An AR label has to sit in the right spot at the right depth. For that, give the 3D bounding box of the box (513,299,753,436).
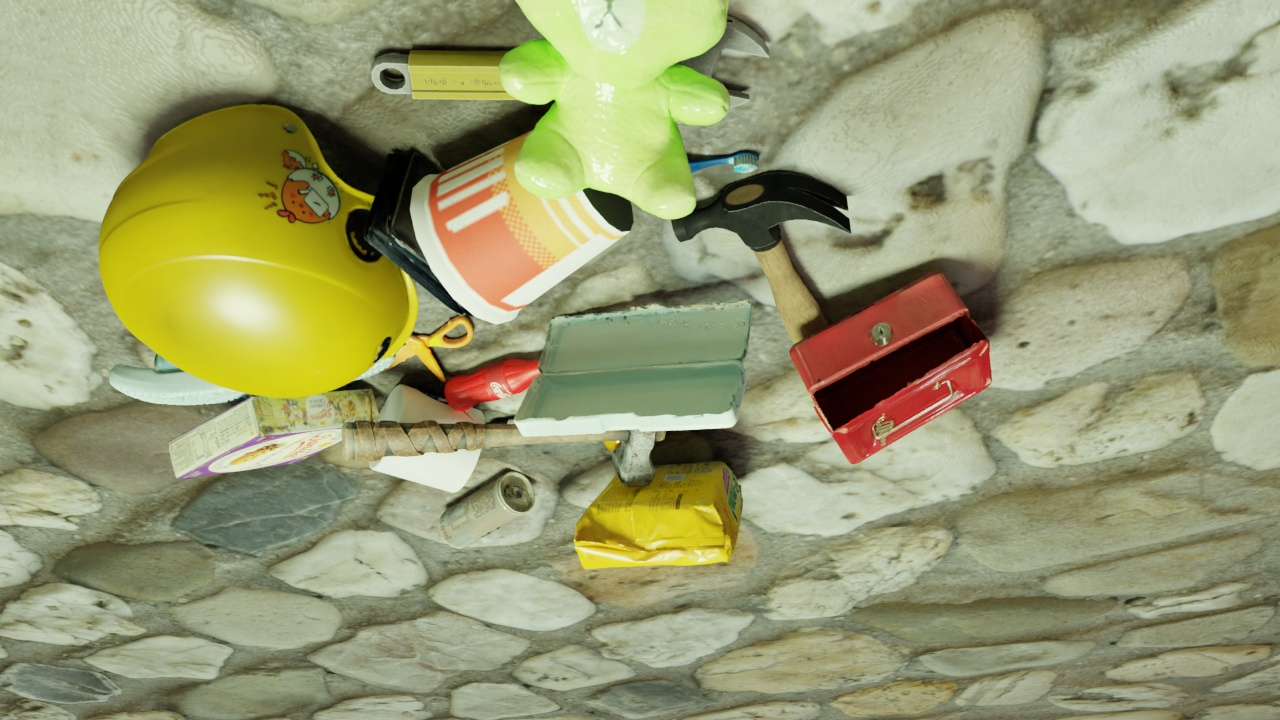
[{"bbox_3d":[-0.004,0.008,0.795,0.197,0.134,0.041,-4,133,21],"label":"box"}]

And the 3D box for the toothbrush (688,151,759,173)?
[{"bbox_3d":[0.024,-0.148,0.707,0.135,0.017,0.022,-3,133,4],"label":"toothbrush"}]

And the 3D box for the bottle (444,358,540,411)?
[{"bbox_3d":[-0.138,0.019,0.915,0.119,0.036,0.036,-17,140,21],"label":"bottle"}]

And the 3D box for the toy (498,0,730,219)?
[{"bbox_3d":[-0.014,-0.194,0.562,0.150,0.107,0.197,8,107,-2],"label":"toy"}]

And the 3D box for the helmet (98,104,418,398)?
[{"bbox_3d":[-0.293,-0.052,0.688,0.210,0.139,0.240,-24,117,29],"label":"helmet"}]

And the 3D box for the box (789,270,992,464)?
[{"bbox_3d":[0.228,0.010,0.829,0.158,0.092,0.129,-31,147,7],"label":"box"}]

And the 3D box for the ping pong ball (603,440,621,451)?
[{"bbox_3d":[-0.022,0.081,0.995,0.040,0.040,0.040,0,143,0],"label":"ping pong ball"}]

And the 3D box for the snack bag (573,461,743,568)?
[{"bbox_3d":[0.027,0.161,0.992,0.160,0.068,0.247,-3,-175,9],"label":"snack bag"}]

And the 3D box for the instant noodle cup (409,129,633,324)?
[{"bbox_3d":[-0.081,-0.109,0.679,0.121,0.123,0.123,-26,137,22],"label":"instant noodle cup"}]

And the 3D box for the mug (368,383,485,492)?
[{"bbox_3d":[-0.230,0.085,0.965,0.090,0.091,0.122,21,155,-27],"label":"mug"}]

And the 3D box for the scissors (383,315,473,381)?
[{"bbox_3d":[-0.219,-0.019,0.884,0.126,0.011,0.128,-30,132,33],"label":"scissors"}]

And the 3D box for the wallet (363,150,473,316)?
[{"bbox_3d":[-0.156,-0.099,0.713,0.026,0.089,0.115,-16,142,28],"label":"wallet"}]

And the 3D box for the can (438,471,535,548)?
[{"bbox_3d":[-0.190,0.185,1.123,0.054,0.054,0.136,29,134,-33],"label":"can"}]

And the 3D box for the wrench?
[{"bbox_3d":[-0.050,-0.200,0.635,0.273,0.018,0.084,1,143,-1],"label":"wrench"}]

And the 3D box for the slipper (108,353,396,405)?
[{"bbox_3d":[-0.351,-0.006,0.843,0.245,0.074,0.104,-8,174,-6],"label":"slipper"}]

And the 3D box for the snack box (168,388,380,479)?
[{"bbox_3d":[-0.366,0.072,0.924,0.144,0.040,0.147,-24,169,30],"label":"snack box"}]

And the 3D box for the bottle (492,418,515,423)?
[{"bbox_3d":[-0.145,0.077,1.002,0.106,0.025,0.025,-8,143,11],"label":"bottle"}]

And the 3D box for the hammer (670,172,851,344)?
[{"bbox_3d":[0.147,-0.049,0.828,0.132,0.040,0.305,-13,142,21],"label":"hammer"}]

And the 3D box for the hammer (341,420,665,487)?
[{"bbox_3d":[-0.127,0.072,0.904,0.318,0.049,0.122,-1,117,-16],"label":"hammer"}]
